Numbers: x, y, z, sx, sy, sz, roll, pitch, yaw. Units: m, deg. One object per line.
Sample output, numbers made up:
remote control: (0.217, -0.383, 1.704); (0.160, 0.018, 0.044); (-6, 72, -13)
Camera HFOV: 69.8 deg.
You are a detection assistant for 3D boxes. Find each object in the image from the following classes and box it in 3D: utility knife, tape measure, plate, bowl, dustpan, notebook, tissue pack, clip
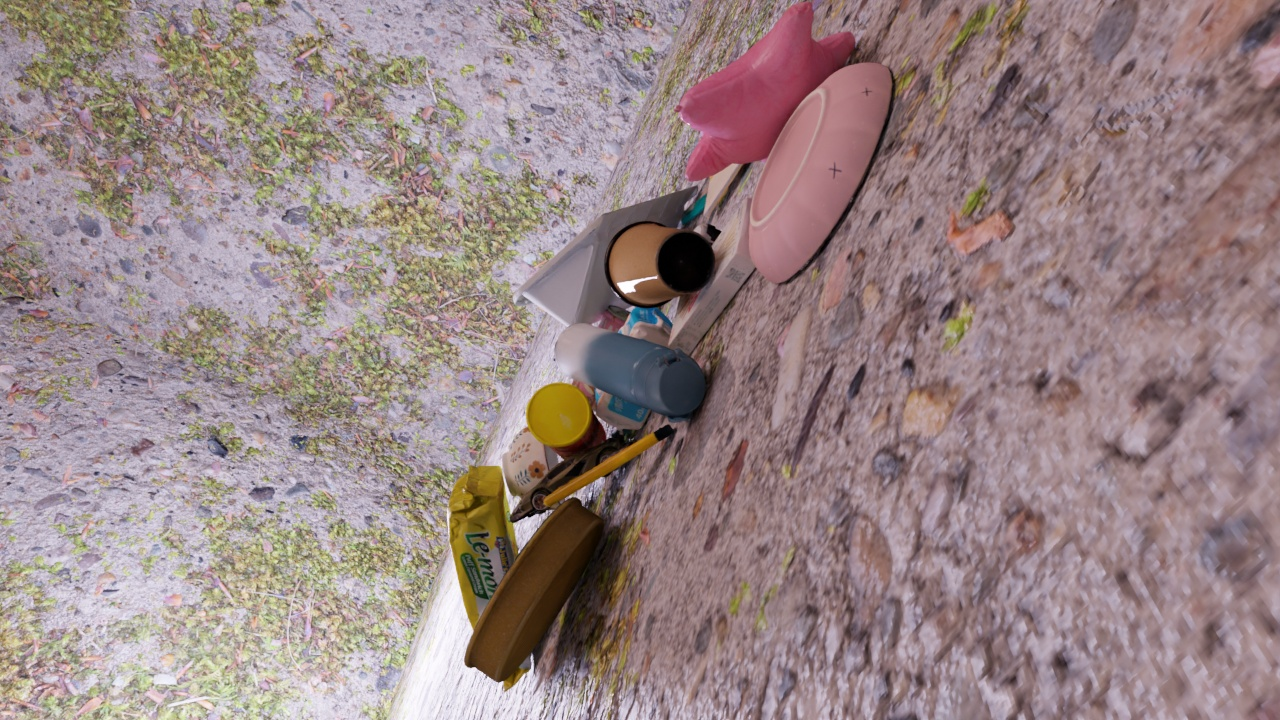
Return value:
utility knife: (-0.040, 0.107, 0.906); (0.173, 0.015, 0.033); (-32, -7, 14)
tape measure: (0.068, -0.116, 1.015); (0.066, 0.033, 0.065); (128, 160, -48)
plate: (0.134, -0.157, 0.748); (0.192, 0.039, 0.192); (-158, 91, -80)
utility knife: (0.077, -0.206, 1.223); (0.160, 0.013, 0.029); (162, 130, -76)
bowl: (-0.137, 0.136, 1.150); (0.113, 0.062, 0.113); (113, 145, -90)
dustpan: (-0.071, -0.154, 1.312); (0.222, 0.142, 0.258); (-28, -33, -48)
notebook: (0.134, -0.284, 1.091); (0.207, 0.010, 0.145); (-56, 15, 39)
tissue pack: (-0.006, 0.006, 1.043); (0.090, 0.063, 0.140); (-102, 36, -73)
clip: (-0.023, 0.087, 1.096); (0.046, 0.014, 0.057); (-65, 11, 2)

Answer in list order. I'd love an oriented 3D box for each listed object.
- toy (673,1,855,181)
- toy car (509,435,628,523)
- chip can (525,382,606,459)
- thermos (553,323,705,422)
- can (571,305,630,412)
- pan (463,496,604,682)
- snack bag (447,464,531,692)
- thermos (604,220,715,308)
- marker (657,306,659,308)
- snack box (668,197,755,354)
toy: (0.105, -0.237, 0.818); (0.178, 0.074, 0.195); (-18, -24, -36)
toy car: (-0.081, 0.133, 1.030); (0.158, 0.042, 0.070); (-31, -6, -16)
chip can: (-0.082, 0.080, 1.091); (0.217, 0.073, 0.073); (73, -142, -77)
thermos: (-0.014, 0.009, 0.914); (0.221, 0.070, 0.070); (20, 86, 59)
can: (-0.051, -0.002, 1.304); (0.058, 0.058, 0.147); (-103, 37, -73)
pan: (-0.099, 0.218, 1.007); (0.198, 0.078, 0.356); (-61, -11, 10)
snack bag: (-0.181, 0.251, 1.108); (0.158, 0.068, 0.246); (-134, 34, -79)
thermos: (0.022, -0.098, 0.929); (0.093, 0.093, 0.143); (-68, 18, -3)
marker: (0.023, -0.091, 1.251); (0.018, 0.015, 0.123); (-58, 11, 38)
snack box: (0.076, -0.082, 0.921); (0.157, 0.027, 0.084); (126, 163, -49)
